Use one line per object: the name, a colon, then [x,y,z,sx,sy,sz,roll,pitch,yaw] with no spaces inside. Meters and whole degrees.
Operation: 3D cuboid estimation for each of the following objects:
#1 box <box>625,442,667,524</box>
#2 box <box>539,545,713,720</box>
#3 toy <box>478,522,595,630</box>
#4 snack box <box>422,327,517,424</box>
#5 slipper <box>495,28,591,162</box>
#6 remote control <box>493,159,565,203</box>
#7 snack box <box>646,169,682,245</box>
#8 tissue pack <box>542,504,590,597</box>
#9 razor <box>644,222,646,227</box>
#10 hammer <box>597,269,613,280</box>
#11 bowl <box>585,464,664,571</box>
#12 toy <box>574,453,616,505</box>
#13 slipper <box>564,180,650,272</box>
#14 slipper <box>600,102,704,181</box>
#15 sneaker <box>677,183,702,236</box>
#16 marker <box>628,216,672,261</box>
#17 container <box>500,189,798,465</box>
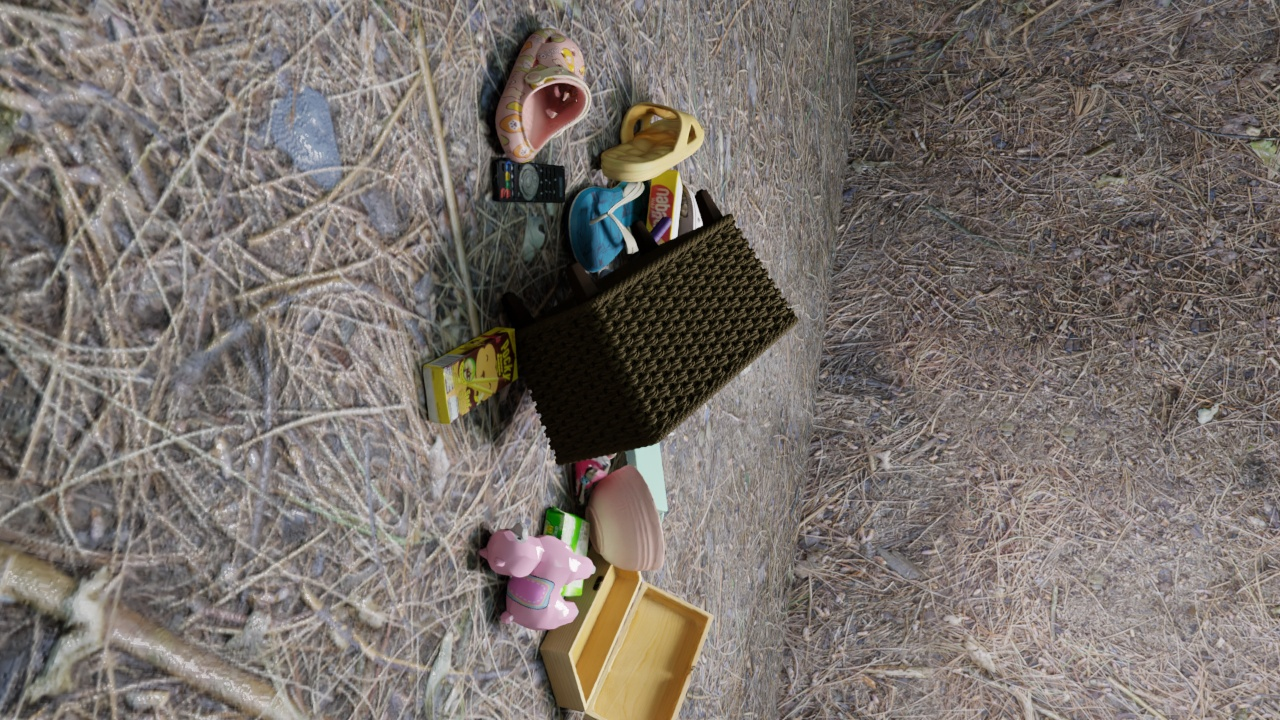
box: [0.011,0.149,1.410,0.138,0.055,0.186,40,39,-61]
box: [-0.024,0.400,1.325,0.252,0.119,0.246,45,39,-12]
toy: [-0.127,0.252,1.075,0.157,0.067,0.123,21,92,-49]
snack box: [-0.175,0.013,0.966,0.148,0.026,0.061,-40,132,-63]
slipper: [-0.099,-0.303,1.033,0.093,0.082,0.196,71,30,-44]
remote control: [-0.129,-0.206,1.062,0.140,0.021,0.045,-18,109,-63]
snack box: [0.031,-0.180,1.385,0.092,0.042,0.200,18,78,-82]
tissue pack: [-0.101,0.254,1.206,0.099,0.034,0.113,44,52,-64]
razor: [0.004,-0.154,1.431,0.044,0.021,0.144,61,38,-76]
hammer: [-0.015,-0.012,1.392,0.312,0.035,0.139,48,53,-64]
bowl: [-0.030,0.226,1.270,0.153,0.076,0.153,166,-90,-71]
toy: [-0.069,0.147,1.269,0.066,0.050,0.102,-55,177,26]
slipper: [-0.025,-0.199,1.293,0.294,0.060,0.118,-48,141,-59]
slipper: [0.022,-0.330,1.332,0.262,0.099,0.078,-49,149,-52]
sneaker: [0.059,-0.156,1.480,0.097,0.091,0.245,12,78,-66]
marker: [-0.001,-0.155,1.334,0.134,0.018,0.015,-51,138,6]
container: [0.007,-0.051,1.094,0.319,0.177,0.205,-36,103,-43]
